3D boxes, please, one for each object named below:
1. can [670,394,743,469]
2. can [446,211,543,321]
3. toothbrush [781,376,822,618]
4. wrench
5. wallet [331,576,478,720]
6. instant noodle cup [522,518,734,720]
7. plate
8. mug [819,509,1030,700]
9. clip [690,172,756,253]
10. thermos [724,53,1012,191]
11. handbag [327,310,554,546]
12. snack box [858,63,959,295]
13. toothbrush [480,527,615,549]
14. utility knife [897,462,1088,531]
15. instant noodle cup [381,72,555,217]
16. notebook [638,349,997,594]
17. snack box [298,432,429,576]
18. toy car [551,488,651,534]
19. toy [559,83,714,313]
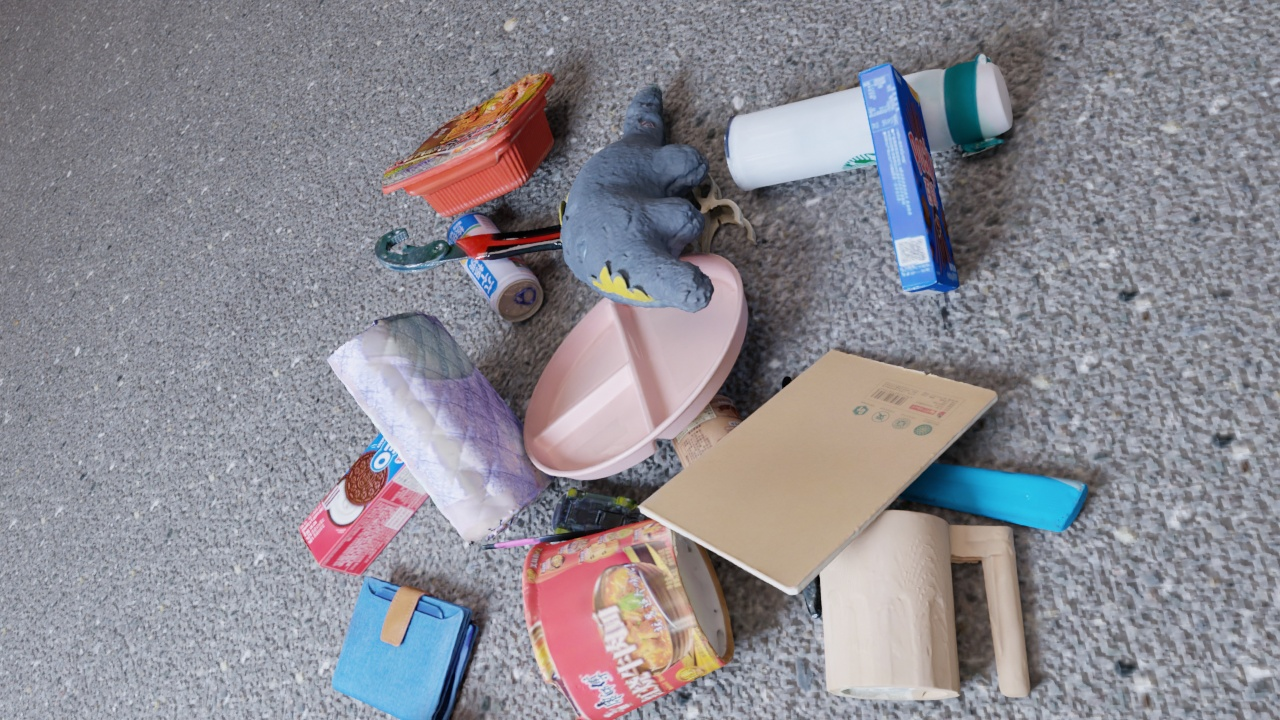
[{"bbox_3d":[0.066,0.085,0.688,0.058,0.058,0.116,-35,51,13],"label":"can"},{"bbox_3d":[-0.148,-0.096,0.931,0.053,0.053,0.134,-44,50,5],"label":"can"},{"bbox_3d":[0.117,0.094,0.675,0.014,0.016,0.188,-16,59,23],"label":"toothbrush"},{"bbox_3d":[-0.131,-0.116,0.896,0.273,0.016,0.056,-4,52,9],"label":"wrench"},{"bbox_3d":[-0.206,0.251,0.795,0.133,0.040,0.106,6,74,35],"label":"wallet"},{"bbox_3d":[-0.004,0.175,0.646,0.109,0.138,0.137,-23,54,11],"label":"instant noodle cup"},{"bbox_3d":[-0.004,0.004,0.756,0.230,0.028,0.229,-33,31,23],"label":"plate"},{"bbox_3d":[0.175,0.155,0.575,0.125,0.084,0.103,1,65,5],"label":"mug"},{"bbox_3d":[0.077,-0.132,0.816,0.093,0.035,0.102,-10,53,33],"label":"clip"},{"bbox_3d":[0.184,-0.190,0.755,0.225,0.073,0.073,-5,63,31],"label":"thermos"},{"bbox_3d":[-0.162,0.054,0.765,0.076,0.134,0.194,-38,90,10],"label":"handbag"},{"bbox_3d":[0.195,-0.127,0.662,0.026,0.084,0.157,-13,85,28],"label":"snack box"},{"bbox_3d":[-0.027,0.133,0.699,0.189,0.014,0.017,-7,70,-3],"label":"toothbrush"},{"bbox_3d":[0.196,0.083,0.630,0.199,0.018,0.034,6,72,39],"label":"utility knife"},{"bbox_3d":[-0.168,-0.223,0.971,0.165,0.079,0.188,-16,31,27],"label":"instant noodle cup"},{"bbox_3d":[0.118,0.062,0.619,0.207,0.008,0.148,-36,31,-25],"label":"notebook"},{"bbox_3d":[-0.230,0.107,0.874,0.207,0.058,0.057,-49,52,2],"label":"snack box"},{"bbox_3d":[-0.032,0.131,0.743,0.091,0.035,0.042,5,67,33],"label":"toy car"},{"bbox_3d":[-0.007,-0.132,0.803,0.138,0.091,0.355,-33,35,24],"label":"toy"}]
